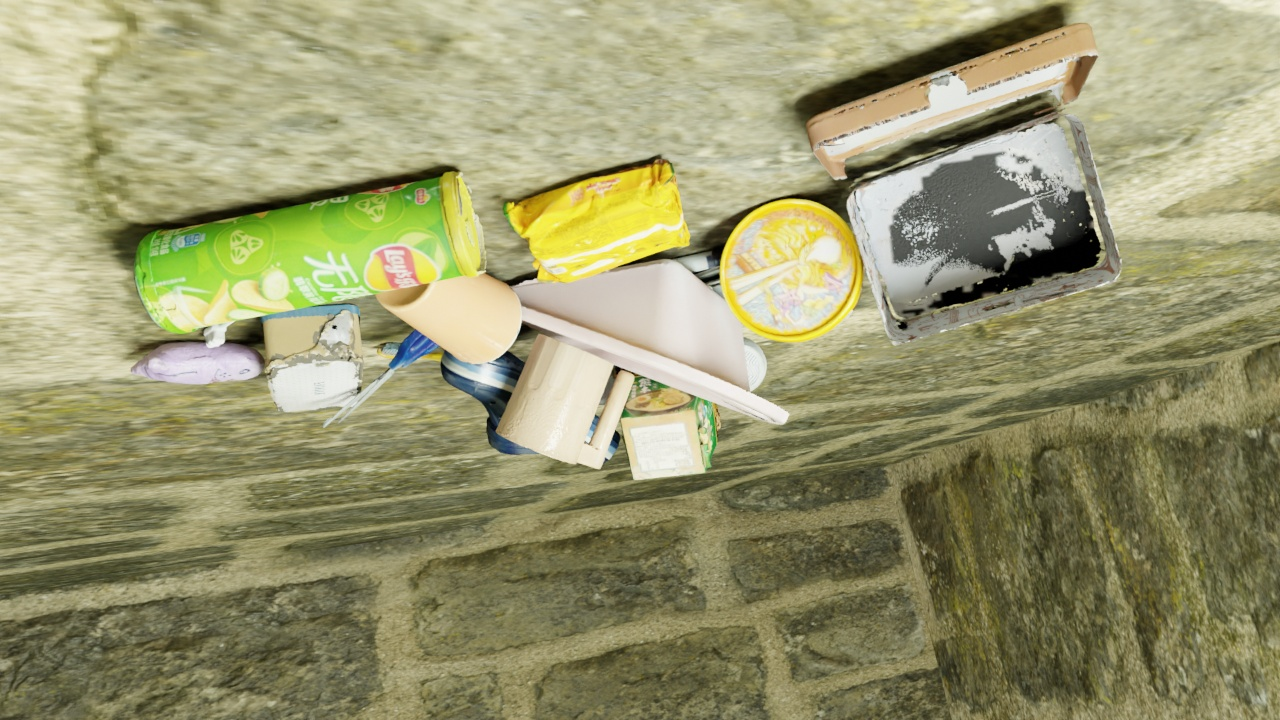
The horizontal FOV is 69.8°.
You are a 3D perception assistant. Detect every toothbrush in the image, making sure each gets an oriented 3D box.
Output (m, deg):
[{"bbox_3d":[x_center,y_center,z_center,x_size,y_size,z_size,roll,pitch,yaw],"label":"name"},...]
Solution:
[{"bbox_3d":[-0.316,-0.045,0.756,0.181,0.016,0.016,-23,163,38],"label":"toothbrush"},{"bbox_3d":[-0.200,-0.005,1.001,0.191,0.016,0.018,5,150,-46],"label":"toothbrush"}]

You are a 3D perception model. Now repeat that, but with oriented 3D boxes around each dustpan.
[{"bbox_3d":[-0.005,0.005,0.855,0.274,0.138,0.222,-11,162,27],"label":"dustpan"}]

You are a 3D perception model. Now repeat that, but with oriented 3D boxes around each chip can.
[{"bbox_3d":[-0.220,-0.071,0.615,0.221,0.072,0.072,-11,166,0],"label":"chip can"}]

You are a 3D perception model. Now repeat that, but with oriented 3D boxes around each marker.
[{"bbox_3d":[0.036,-0.089,0.853,0.131,0.018,0.023,-12,140,3],"label":"marker"}]

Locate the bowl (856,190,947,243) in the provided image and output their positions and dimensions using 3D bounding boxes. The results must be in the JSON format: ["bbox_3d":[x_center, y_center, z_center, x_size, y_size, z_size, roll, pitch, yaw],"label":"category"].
[{"bbox_3d":[0.253,-0.117,0.809,0.118,0.064,0.118,-10,165,-3],"label":"bowl"}]

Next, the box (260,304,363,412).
[{"bbox_3d":[-0.309,0.003,0.873,0.089,0.059,0.185,-4,166,-21],"label":"box"}]

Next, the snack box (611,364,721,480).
[{"bbox_3d":[0.024,0.065,0.989,0.117,0.118,0.105,-7,-155,10],"label":"snack box"}]

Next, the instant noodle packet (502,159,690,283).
[{"bbox_3d":[-0.031,-0.103,0.693,0.128,0.044,0.111,-16,159,4],"label":"instant noodle packet"}]

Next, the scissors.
[{"bbox_3d":[-0.233,0.006,0.884,0.171,0.012,0.140,-42,175,41],"label":"scissors"}]

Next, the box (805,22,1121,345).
[{"bbox_3d":[0.241,-0.104,0.660,0.180,0.156,0.226,-16,174,19],"label":"box"}]

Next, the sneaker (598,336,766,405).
[{"bbox_3d":[0.024,-0.001,1.071,0.242,0.089,0.090,-2,-164,7],"label":"sneaker"}]

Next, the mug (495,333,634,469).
[{"bbox_3d":[-0.067,0.043,0.893,0.124,0.103,0.084,24,177,-40],"label":"mug"}]

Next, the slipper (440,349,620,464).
[{"bbox_3d":[-0.125,0.056,0.981,0.105,0.095,0.252,27,173,47],"label":"slipper"}]

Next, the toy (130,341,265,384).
[{"bbox_3d":[-0.393,0.002,0.827,0.107,0.039,0.084,0,177,-36],"label":"toy"}]

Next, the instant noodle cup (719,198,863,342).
[{"bbox_3d":[0.142,-0.073,0.808,0.119,0.118,0.114,-16,172,20],"label":"instant noodle cup"}]

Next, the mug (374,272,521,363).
[{"bbox_3d":[-0.159,-0.051,0.749,0.078,0.078,0.122,-15,160,15],"label":"mug"}]

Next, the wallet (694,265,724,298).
[{"bbox_3d":[0.079,-0.060,0.955,0.107,0.037,0.129,-17,164,21],"label":"wallet"}]
